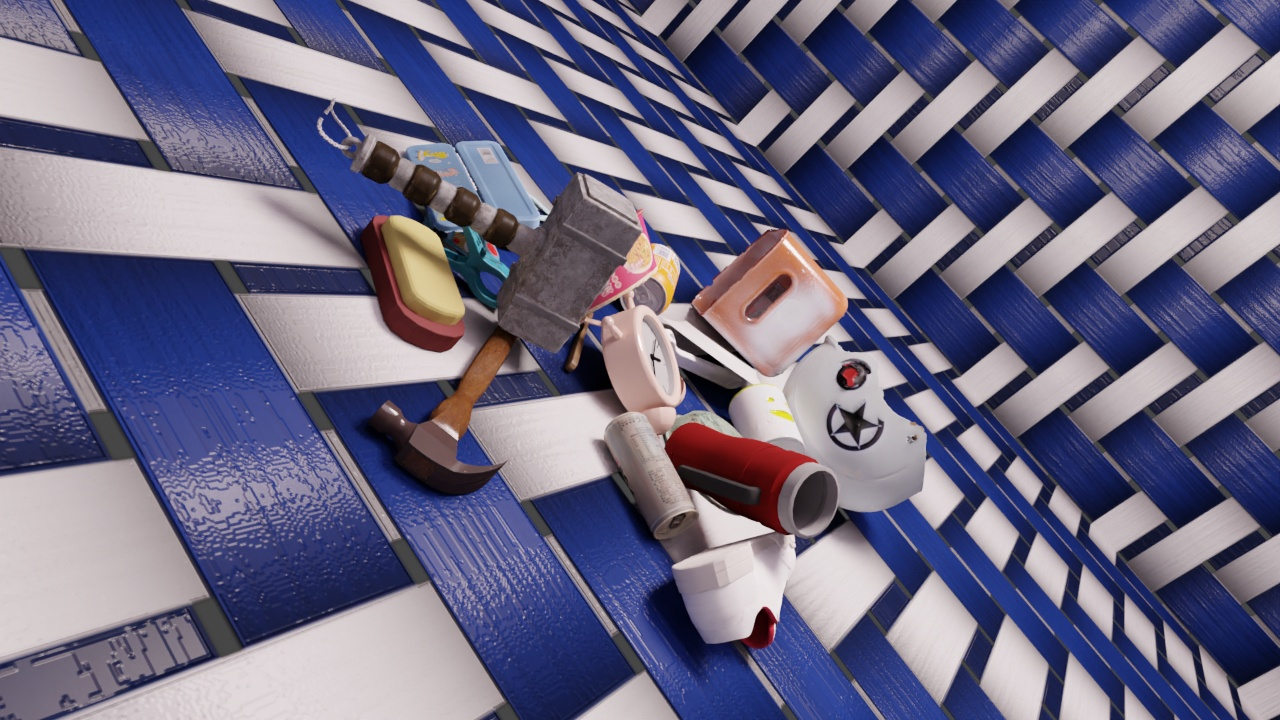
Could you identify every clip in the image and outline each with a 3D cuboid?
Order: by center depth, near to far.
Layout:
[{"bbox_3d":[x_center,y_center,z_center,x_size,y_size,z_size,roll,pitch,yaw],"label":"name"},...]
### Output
[{"bbox_3d":[-0.195,-0.104,1.034,0.120,0.104,0.027,45,26,-18],"label":"clip"}]

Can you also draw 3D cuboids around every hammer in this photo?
[{"bbox_3d":[-0.160,0.022,0.893,0.115,0.033,0.322,39,23,-11],"label":"hammer"},{"bbox_3d":[-0.173,-0.149,0.925,0.326,0.177,0.079,27,24,-24],"label":"hammer"}]

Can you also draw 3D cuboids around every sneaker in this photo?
[{"bbox_3d":[0.112,0.239,0.945,0.236,0.090,0.104,7,65,-68],"label":"sneaker"}]

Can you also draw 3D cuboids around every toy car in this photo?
[{"bbox_3d":[-0.208,-0.151,1.102,0.107,0.028,0.060,34,25,-26],"label":"toy car"}]

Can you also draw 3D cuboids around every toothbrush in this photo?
[{"bbox_3d":[-0.076,-0.029,1.138,0.016,0.016,0.166,40,23,-15],"label":"toothbrush"}]

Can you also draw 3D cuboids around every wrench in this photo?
[{"bbox_3d":[0.074,0.005,1.293,0.273,0.066,0.018,22,49,-52],"label":"wrench"}]

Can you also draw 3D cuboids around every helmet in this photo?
[{"bbox_3d":[0.290,0.103,1.342,0.264,0.163,0.237,60,-2,24],"label":"helmet"}]

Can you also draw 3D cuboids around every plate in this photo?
[{"bbox_3d":[0.114,-0.016,1.357,0.188,0.016,0.188,35,5,-4],"label":"plate"}]

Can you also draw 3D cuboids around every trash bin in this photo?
[{"bbox_3d":[0.202,-0.091,1.449,0.157,0.181,0.259,46,5,-5],"label":"trash bin"}]

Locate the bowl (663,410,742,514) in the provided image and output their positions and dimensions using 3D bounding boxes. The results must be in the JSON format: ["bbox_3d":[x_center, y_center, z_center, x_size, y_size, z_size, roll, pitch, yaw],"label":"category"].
[{"bbox_3d":[0.100,0.119,1.161,0.157,0.039,0.157,37,24,-20],"label":"bowl"}]

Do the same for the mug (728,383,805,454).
[{"bbox_3d":[0.175,0.096,1.275,0.082,0.083,0.106,29,29,-34],"label":"mug"}]

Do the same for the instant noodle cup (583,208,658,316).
[{"bbox_3d":[-0.055,-0.111,1.138,0.078,0.179,0.178,59,21,-10],"label":"instant noodle cup"}]

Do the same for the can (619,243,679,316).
[{"bbox_3d":[0.013,-0.117,1.357,0.079,0.079,0.142,41,23,-10],"label":"can"}]

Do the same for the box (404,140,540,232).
[{"bbox_3d":[-0.208,-0.216,1.117,0.125,0.021,0.208,-5,39,-25],"label":"box"}]

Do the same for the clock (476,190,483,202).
[{"bbox_3d":[-0.181,-0.191,1.171,0.093,0.055,0.140,46,17,-1],"label":"clock"}]

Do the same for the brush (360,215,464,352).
[{"bbox_3d":[-0.229,-0.087,0.939,0.082,0.042,0.173,21,33,-45],"label":"brush"}]

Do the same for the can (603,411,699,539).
[{"bbox_3d":[0.009,0.121,0.984,0.054,0.054,0.135,16,37,-50],"label":"can"}]

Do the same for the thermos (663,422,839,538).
[{"bbox_3d":[0.106,0.126,0.990,0.107,0.084,0.199,1,9,-38],"label":"thermos"}]

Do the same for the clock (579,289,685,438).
[{"bbox_3d":[-0.007,0.007,1.120,0.160,0.086,0.130,60,20,-13],"label":"clock"}]

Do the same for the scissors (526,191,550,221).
[{"bbox_3d":[-0.112,-0.208,1.387,0.170,0.014,0.172,39,25,-9],"label":"scissors"}]
